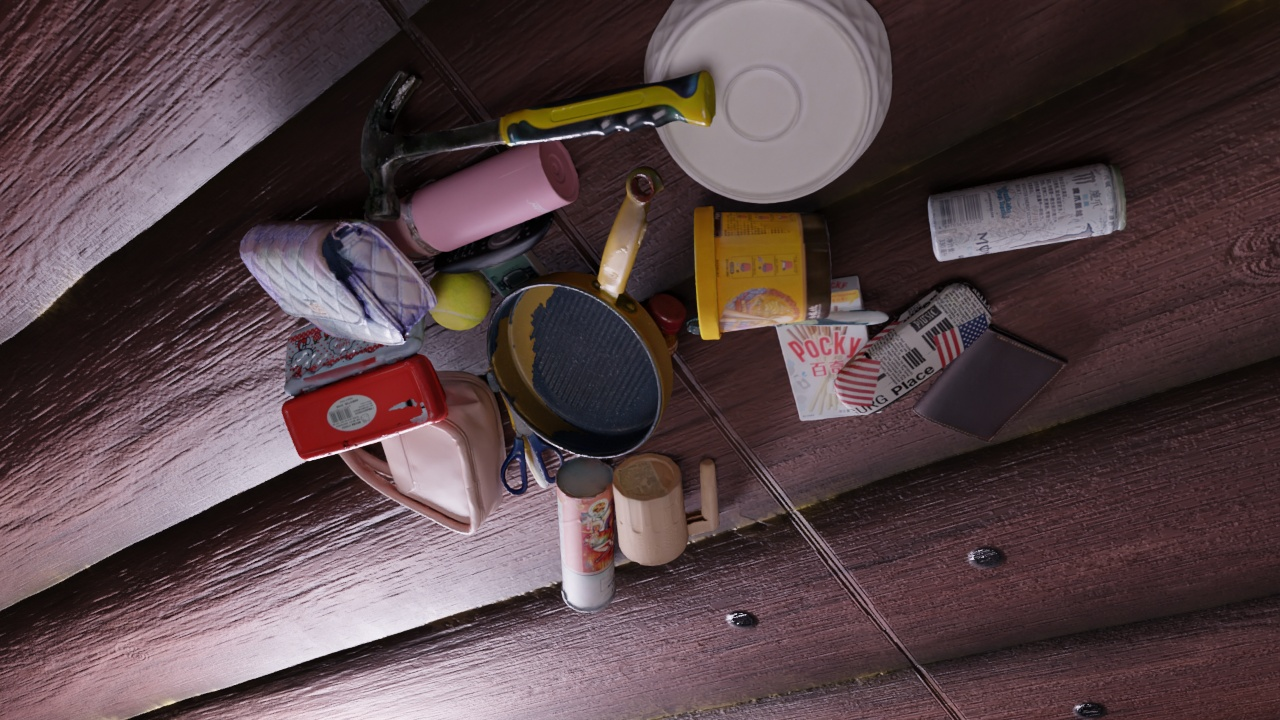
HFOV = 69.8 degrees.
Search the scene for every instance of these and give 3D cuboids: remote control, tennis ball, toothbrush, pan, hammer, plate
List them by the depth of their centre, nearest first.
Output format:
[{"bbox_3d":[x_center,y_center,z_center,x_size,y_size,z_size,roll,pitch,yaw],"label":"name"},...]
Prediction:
[{"bbox_3d":[0.100,-0.216,0.749,0.205,0.045,0.205,7,130,8],"label":"plate"},{"bbox_3d":[-0.095,-0.198,0.764,0.324,0.031,0.126,-4,87,21],"label":"hammer"},{"bbox_3d":[-0.040,-0.041,0.847,0.198,0.078,0.358,33,130,7],"label":"pan"},{"bbox_3d":[0.136,-0.036,0.869,0.192,0.018,0.016,-1,127,17],"label":"toothbrush"},{"bbox_3d":[-0.140,-0.109,0.890,0.137,0.053,0.024,-14,124,25],"label":"remote control"},{"bbox_3d":[-0.184,-0.063,0.930,0.065,0.065,0.066,7,130,8],"label":"tennis ball"},{"bbox_3d":[-0.102,-0.059,0.944,0.056,0.019,0.135,-23,120,28],"label":"remote control"},{"bbox_3d":[-0.142,0.083,1.071,0.016,0.018,0.191,-4,127,19],"label":"toothbrush"}]

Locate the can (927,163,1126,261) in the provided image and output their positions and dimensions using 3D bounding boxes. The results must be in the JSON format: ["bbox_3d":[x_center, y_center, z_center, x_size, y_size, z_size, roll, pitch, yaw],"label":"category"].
[{"bbox_3d":[0.317,-0.122,0.762,0.147,0.058,0.058,-8,126,20],"label":"can"}]

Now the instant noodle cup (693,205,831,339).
[{"bbox_3d":[0.108,-0.081,0.817,0.114,0.118,0.119,-4,128,6],"label":"instant noodle cup"}]

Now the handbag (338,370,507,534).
[{"bbox_3d":[-0.278,0.095,1.085,0.234,0.093,0.194,11,131,16],"label":"handbag"}]

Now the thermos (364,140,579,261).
[{"bbox_3d":[-0.162,-0.148,0.848,0.199,0.067,0.087,-15,163,24],"label":"thermos"}]

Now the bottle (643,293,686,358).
[{"bbox_3d":[-0.006,0.006,0.947,0.057,0.057,0.175,24,131,-7],"label":"bottle"}]

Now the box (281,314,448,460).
[{"bbox_3d":[-0.305,0.016,0.987,0.201,0.058,0.161,-17,82,24],"label":"box"}]

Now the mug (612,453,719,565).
[{"bbox_3d":[0.031,0.167,1.066,0.124,0.084,0.104,-12,127,-8],"label":"mug"}]

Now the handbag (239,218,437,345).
[{"bbox_3d":[-0.297,-0.078,0.892,0.194,0.075,0.134,5,141,45],"label":"handbag"}]

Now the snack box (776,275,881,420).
[{"bbox_3d":[0.186,-0.008,0.910,0.085,0.026,0.157,-7,127,19],"label":"snack box"}]

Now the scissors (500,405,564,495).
[{"bbox_3d":[-0.125,0.080,1.058,0.132,0.012,0.173,10,111,-29],"label":"scissors"}]

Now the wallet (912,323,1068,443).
[{"bbox_3d":[0.343,0.026,0.904,0.096,0.020,0.123,21,130,-10],"label":"wallet"}]

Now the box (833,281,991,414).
[{"bbox_3d":[0.254,-0.011,0.868,0.164,0.052,0.068,-39,131,18],"label":"box"}]

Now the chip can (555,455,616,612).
[{"bbox_3d":[-0.066,0.216,1.127,0.071,0.071,0.215,7,129,8],"label":"chip can"}]
